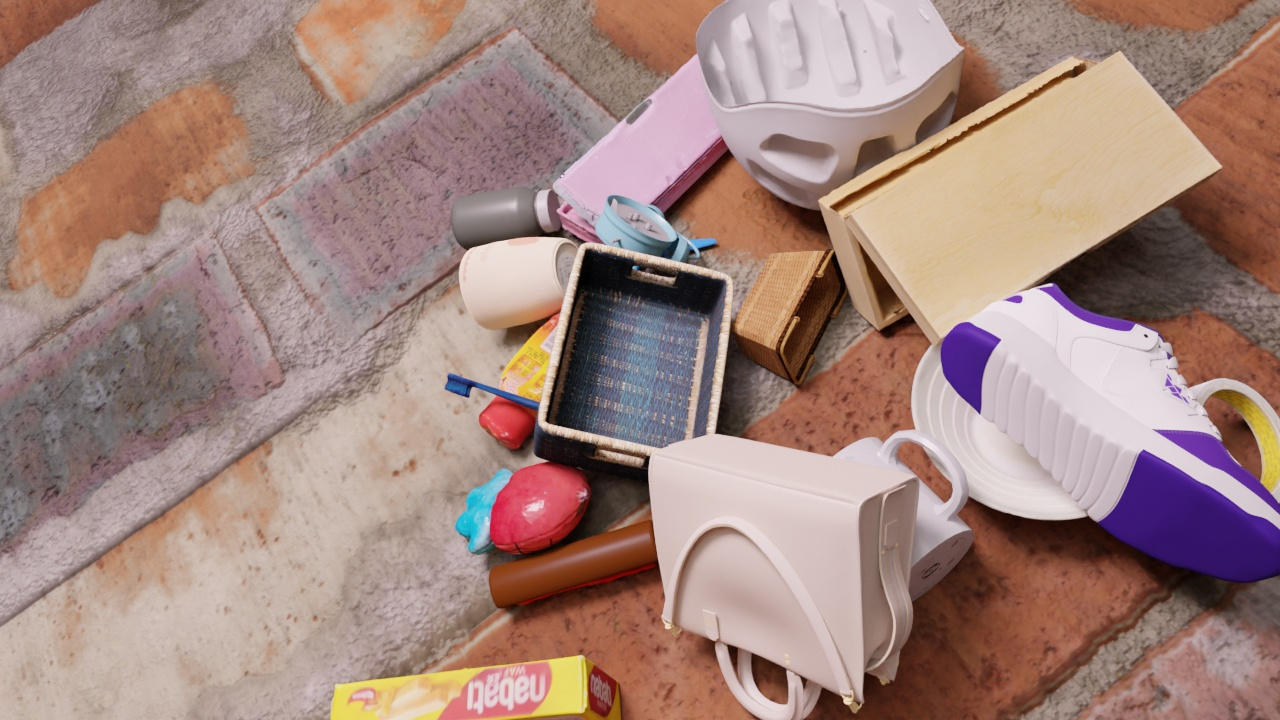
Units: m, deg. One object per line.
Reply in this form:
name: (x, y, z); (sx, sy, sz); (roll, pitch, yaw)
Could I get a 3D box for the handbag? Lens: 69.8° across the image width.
handbag: (0.096, 0.166, 0.646); (0.195, 0.101, 0.198); (9, 104, 43)

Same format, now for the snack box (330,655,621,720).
snack box: (-0.122, 0.263, 0.691); (0.201, 0.092, 0.042); (-11, 57, 12)

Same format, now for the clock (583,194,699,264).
clock: (0.010, -0.120, 0.861); (0.042, 0.123, 0.087); (-57, 48, 25)

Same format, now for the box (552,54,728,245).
box: (0.016, -0.218, 0.939); (0.232, 0.080, 0.099); (-45, 54, -15)

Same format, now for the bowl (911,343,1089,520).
bowl: (0.297, 0.046, 0.699); (0.177, 0.058, 0.176); (-6, 61, 11)

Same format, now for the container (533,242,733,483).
container: (-0.005, 0.005, 0.794); (0.145, 0.071, 0.187); (13, 62, -4)

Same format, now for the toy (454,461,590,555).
toy: (-0.103, 0.129, 0.790); (0.133, 0.062, 0.092); (-13, 28, 32)

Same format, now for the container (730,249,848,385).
container: (0.131, -0.044, 0.815); (0.061, 0.063, 0.113); (16, 66, 34)

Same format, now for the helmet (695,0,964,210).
helmet: (0.167, -0.267, 0.859); (0.224, 0.184, 0.282); (-16, 61, -8)

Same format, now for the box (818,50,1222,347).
box: (0.289, -0.132, 0.740); (0.248, 0.142, 0.179); (-31, 17, -2)

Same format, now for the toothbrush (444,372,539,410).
toothbrush: (-0.083, 0.048, 0.814); (0.190, 0.016, 0.017); (18, 85, 2)

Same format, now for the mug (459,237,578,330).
mug: (-0.103, -0.083, 0.901); (0.104, 0.085, 0.111); (-8, 16, 30)

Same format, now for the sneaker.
sneaker: (0.331, 0.036, 0.619); (0.111, 0.092, 0.244); (-36, 64, -23)

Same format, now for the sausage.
sausage: (-0.052, 0.170, 0.759); (0.156, 0.040, 0.040); (-18, 56, 8)

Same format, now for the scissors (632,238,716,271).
scissors: (0.011, -0.103, 0.918); (0.131, 0.018, 0.109); (30, 75, 32)

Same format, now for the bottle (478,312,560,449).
bottle: (-0.093, 0.020, 0.856); (0.071, 0.048, 0.134); (32, 74, 27)

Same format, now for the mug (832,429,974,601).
mug: (0.188, 0.106, 0.672); (0.096, 0.083, 0.120); (49, 127, 34)

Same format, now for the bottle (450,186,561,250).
bottle: (-0.142, -0.151, 0.971); (0.108, 0.060, 0.060); (-6, 58, 15)

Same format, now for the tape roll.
tape roll: (0.417, 0.060, 0.647); (0.094, 0.019, 0.094); (6, 69, -18)
